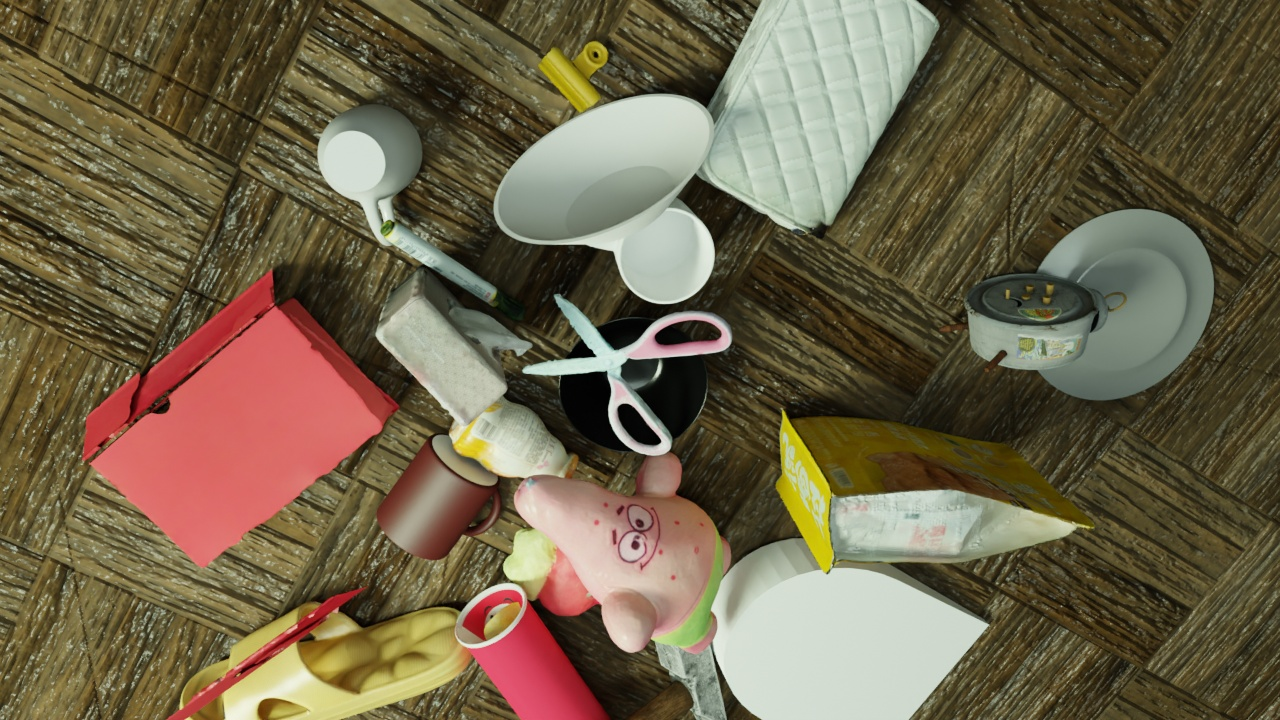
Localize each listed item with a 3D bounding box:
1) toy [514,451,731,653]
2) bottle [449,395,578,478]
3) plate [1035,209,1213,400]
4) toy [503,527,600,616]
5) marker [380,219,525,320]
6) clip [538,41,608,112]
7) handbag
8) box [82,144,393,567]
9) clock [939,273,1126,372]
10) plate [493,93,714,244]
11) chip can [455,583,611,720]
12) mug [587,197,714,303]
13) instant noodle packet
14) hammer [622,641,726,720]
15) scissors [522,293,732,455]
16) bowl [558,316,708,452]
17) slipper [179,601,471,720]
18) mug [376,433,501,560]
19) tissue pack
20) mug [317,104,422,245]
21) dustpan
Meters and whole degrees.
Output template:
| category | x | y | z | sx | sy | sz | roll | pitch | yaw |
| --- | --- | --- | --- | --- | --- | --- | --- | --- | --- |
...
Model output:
| category | x | y | z | sx | sy | sz | roll | pitch | yaw |
| --- | --- | --- | --- | --- | --- | --- | --- | --- | --- |
| toy | -0.005 | 0.158 | 0.783 | 0.236 | 0.191 | 0.097 | 35 | 136 | -26 |
| bottle | -0.107 | 0.071 | 0.789 | 0.108 | 0.063 | 0.063 | 32 | 103 | -15 |
| plate | 0.433 | -0.046 | 0.826 | 0.178 | 0.012 | 0.178 | -1 | 108 | -5 |
| toy | -0.057 | 0.193 | 0.844 | 0.135 | 0.045 | 0.092 | 16 | 104 | -9 |
| marker | -0.145 | -0.069 | 0.728 | 0.017 | 0.017 | 0.146 | -46 | 136 | 10 |
| clip | -0.048 | -0.226 | 0.717 | 0.046 | 0.048 | 0.054 | -34 | 108 | 32 |
| handbag | 0.131 | -0.206 | 0.717 | 0.138 | 0.072 | 0.195 | 24 | 104 | -21 |
| box | -0.377 | -0.019 | 0.840 | 0.213 | 0.374 | 0.148 | -38 | 140 | 7 |
| clock | 0.342 | -0.038 | 0.777 | 0.148 | 0.104 | 0.056 | -11 | 119 | -7 |
| plate | -0.023 | -0.132 | 0.685 | 0.174 | 0.173 | 0.036 | -26 | 131 | 3 |
| chip can | -0.087 | 0.308 | 0.852 | 0.069 | 0.069 | 0.221 | -26 | 117 | 3 |
| mug | -0.002 | -0.095 | 0.729 | 0.110 | 0.090 | 0.074 | 11 | 107 | -9 |
| instant noodle packet | 0.241 | 0.106 | 0.780 | 0.221 | 0.163 | 0.084 | 1 | 107 | -5 |
| hammer | -0.036 | 0.398 | 0.838 | 0.299 | 0.037 | 0.218 | -25 | 113 | -32 |
| scissors | -0.008 | 0.014 | 0.735 | 0.170 | 0.013 | 0.176 | -8 | 123 | 8 |
| bowl | -0.008 | 0.011 | 0.782 | 0.124 | 0.052 | 0.124 | -2 | 114 | -4 |
| slipper | -0.284 | 0.266 | 0.818 | 0.263 | 0.099 | 0.078 | -12 | 122 | -6 |
| mug | -0.163 | 0.122 | 0.804 | 0.105 | 0.073 | 0.083 | 27 | 106 | -42 |
| tissue pack | -0.140 | -0.021 | 0.696 | 0.071 | 0.181 | 0.104 | -44 | 107 | -3 |
| mug | -0.204 | -0.137 | 0.697 | 0.071 | 0.089 | 0.107 | -9 | 109 | -2 |
| dustpan | 0.187 | 0.276 | 0.908 | 0.257 | 0.053 | 0.192 | 28 | 104 | -25 |
